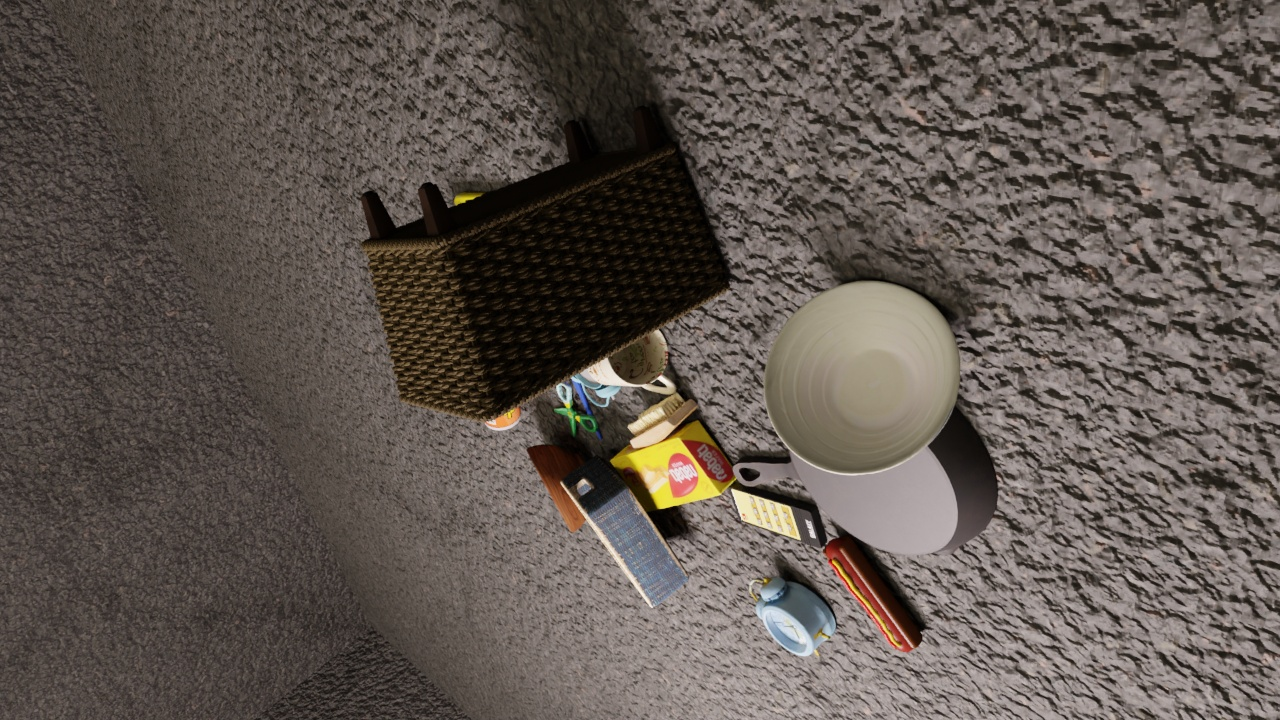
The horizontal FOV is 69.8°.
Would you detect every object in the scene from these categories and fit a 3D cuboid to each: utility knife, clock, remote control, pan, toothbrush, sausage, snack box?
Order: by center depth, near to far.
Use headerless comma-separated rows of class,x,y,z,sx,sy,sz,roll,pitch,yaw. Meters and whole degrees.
pan,0.204,0.116,0.973,0.357,0.043,0.249,-18,106,57
sausage,0.264,0.267,1.047,0.155,0.040,0.040,54,149,-1
remote control,0.166,0.188,1.123,0.134,0.013,0.058,9,128,49
clock,0.192,0.327,1.189,0.124,0.051,0.089,38,147,24
utility knife,-0.194,-0.207,1.206,0.171,0.020,0.029,9,130,48
snack box,0.041,0.143,1.216,0.092,0.042,0.201,55,149,-5
clock,-0.066,0.014,1.232,0.087,0.041,0.123,29,140,34
toothbrush,-0.089,0.037,1.319,0.017,0.011,0.187,10,131,49

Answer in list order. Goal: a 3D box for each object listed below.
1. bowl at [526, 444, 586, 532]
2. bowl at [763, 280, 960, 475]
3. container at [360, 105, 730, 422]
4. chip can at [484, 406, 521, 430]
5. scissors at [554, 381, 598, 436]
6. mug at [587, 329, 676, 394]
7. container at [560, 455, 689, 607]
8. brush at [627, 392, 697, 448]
bowl,-0.112,0.185,1.420,0.147,0.069,0.147,59,172,13
bowl,0.203,0.020,0.825,0.177,0.176,0.057,27,-179,36
container,-0.099,-0.108,0.906,0.177,0.320,0.205,7,120,50
chip can,-0.234,0.012,1.431,0.062,0.062,0.211,29,141,35
scissors,-0.105,0.071,1.360,0.129,0.012,0.119,4,125,58
mug,-0.007,0.007,1.136,0.122,0.081,0.097,32,161,-17
container,-0.022,0.241,1.312,0.187,0.071,0.145,58,170,-22
brush,0.025,0.076,1.164,0.039,0.049,0.117,53,149,-3
